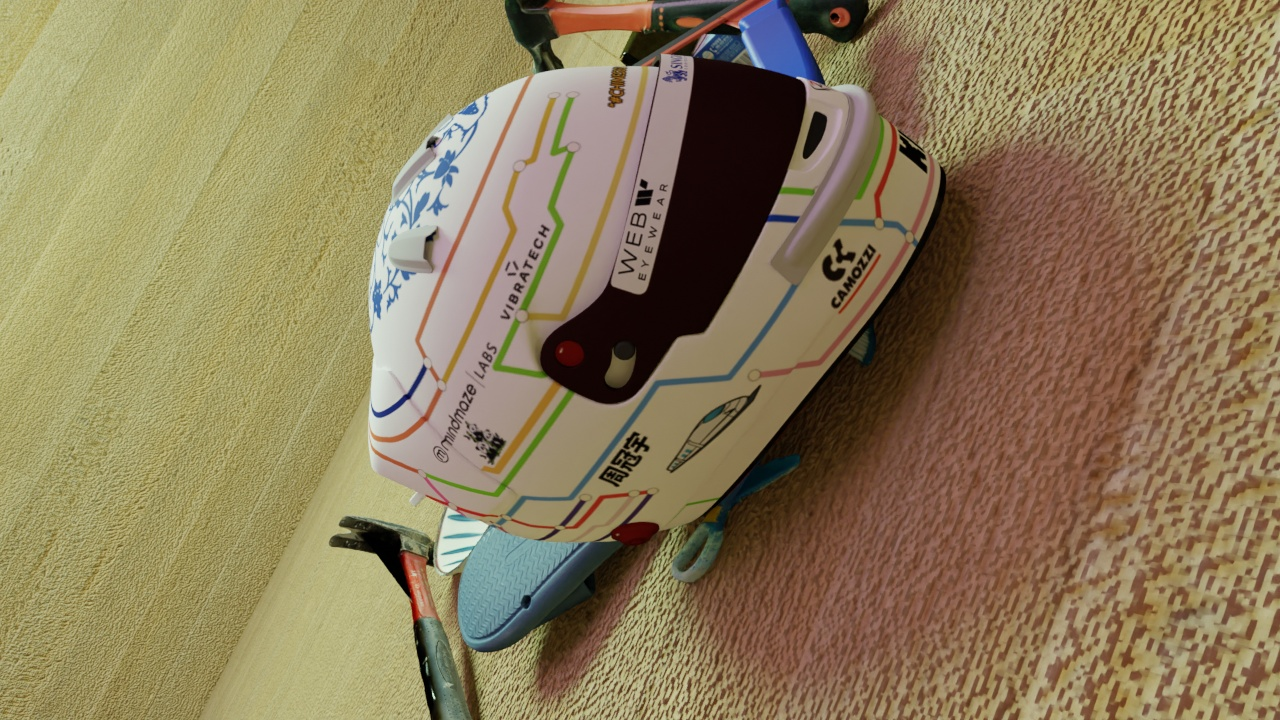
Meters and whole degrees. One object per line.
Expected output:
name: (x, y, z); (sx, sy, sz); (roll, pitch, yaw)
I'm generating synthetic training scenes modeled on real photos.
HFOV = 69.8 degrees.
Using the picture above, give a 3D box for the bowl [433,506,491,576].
bowl: (-0.107, 0.114, 0.797); (0.178, 0.071, 0.177); (-50, 23, 30)

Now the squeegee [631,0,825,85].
squeegee: (0.098, -0.210, 0.634); (0.250, 0.055, 0.184); (-27, 37, 18)

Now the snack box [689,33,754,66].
snack box: (0.053, -0.286, 0.947); (0.227, 0.059, 0.059); (-30, 34, 57)

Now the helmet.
helmet: (-0.022, -0.044, 0.505); (0.315, 0.236, 0.230); (-55, 15, 25)

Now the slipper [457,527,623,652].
slipper: (-0.053, 0.137, 0.656); (0.214, 0.059, 0.103); (-40, 33, 17)

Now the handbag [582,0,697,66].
handbag: (-0.031, -0.333, 0.864); (0.027, 0.178, 0.084); (-10, 54, 65)

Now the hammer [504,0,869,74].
hammer: (0.026, -0.289, 0.766); (0.334, 0.133, 0.033); (11, 54, 29)

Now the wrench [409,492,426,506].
wrench: (-0.154, 0.057, 0.935); (0.274, 0.009, 0.047); (-47, 0, 19)

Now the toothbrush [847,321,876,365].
toothbrush: (0.127, -0.053, 0.516); (0.021, 0.016, 0.132); (-41, 28, 50)

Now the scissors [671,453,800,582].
scissors: (0.051, 0.081, 0.530); (0.132, 0.019, 0.104); (-38, 33, 51)

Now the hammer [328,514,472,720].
hammer: (-0.200, 0.236, 0.824); (0.036, 0.140, 0.326); (-60, 28, 6)
